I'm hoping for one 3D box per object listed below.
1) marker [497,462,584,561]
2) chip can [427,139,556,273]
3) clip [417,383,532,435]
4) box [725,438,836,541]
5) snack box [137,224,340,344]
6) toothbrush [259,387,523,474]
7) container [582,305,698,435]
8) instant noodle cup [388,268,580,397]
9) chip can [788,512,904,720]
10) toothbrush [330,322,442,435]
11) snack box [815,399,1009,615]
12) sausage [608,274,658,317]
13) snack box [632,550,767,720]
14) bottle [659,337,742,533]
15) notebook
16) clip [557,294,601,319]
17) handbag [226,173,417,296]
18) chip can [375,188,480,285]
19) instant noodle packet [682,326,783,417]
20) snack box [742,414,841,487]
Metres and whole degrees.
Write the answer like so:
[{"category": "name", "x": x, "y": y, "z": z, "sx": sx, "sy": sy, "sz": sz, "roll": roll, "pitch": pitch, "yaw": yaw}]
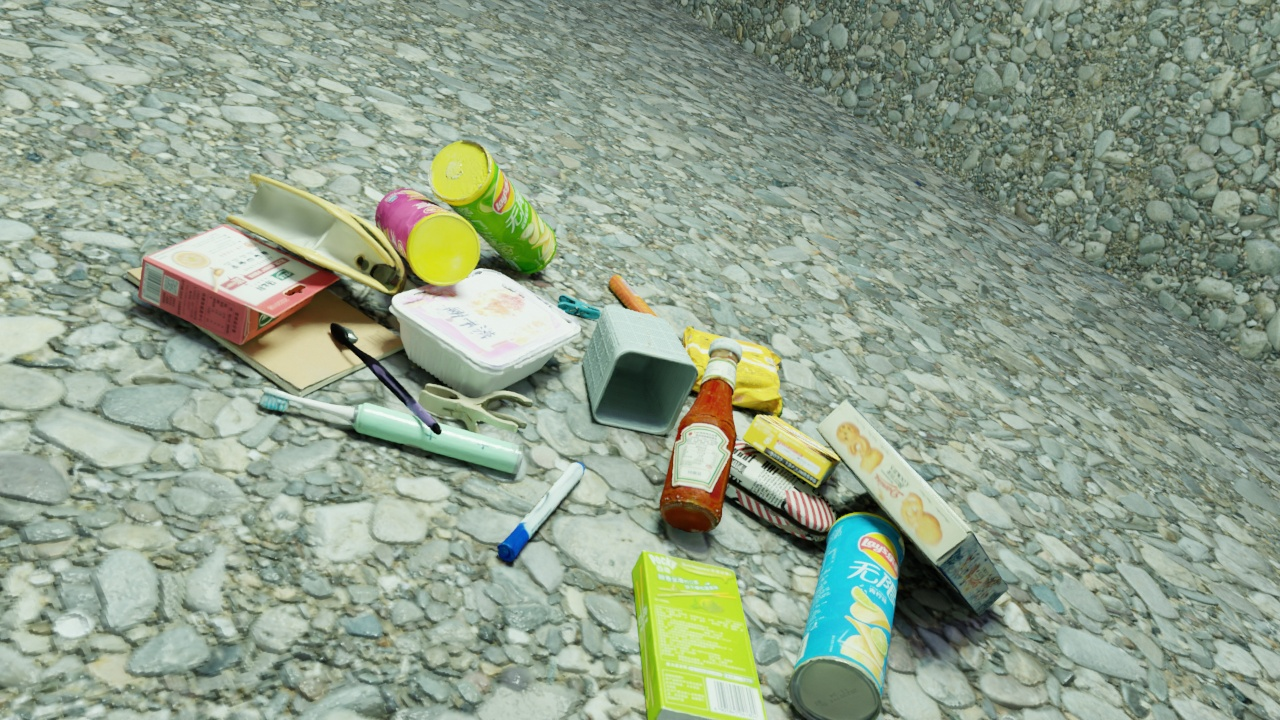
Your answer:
[{"category": "marker", "x": -0.081, "y": 0.124, "z": 0.778, "sx": 0.017, "sy": 0.017, "sz": 0.145, "roll": 29, "pitch": 29, "yaw": 8}, {"category": "chip can", "x": -0.161, "y": -0.167, "z": 1.044, "sx": 0.072, "sy": 0.072, "sz": 0.221, "roll": 36, "pitch": -4, "yaw": 21}, {"category": "clip", "x": -0.148, "y": 0.053, "z": 0.829, "sx": 0.102, "sy": 0.035, "sz": 0.094, "roll": 7, "pitch": 31, "yaw": -20}, {"category": "box", "x": 0.117, "y": 0.126, "z": 0.910, "sx": 0.164, "sy": 0.060, "sz": 0.071, "roll": 34, "pitch": 9, "yaw": 16}, {"category": "snack box", "x": -0.359, "y": -0.066, "z": 0.829, "sx": 0.127, "sy": 0.044, "sz": 0.113, "roll": 25, "pitch": 26, "yaw": 3}, {"category": "toothbrush", "x": -0.208, "y": 0.057, "z": 0.782, "sx": 0.224, "sy": 0.027, "sz": 0.026, "roll": 17, "pitch": -6, "yaw": -14}, {"category": "container", "x": -0.006, "y": 0.006, "z": 0.963, "sx": 0.090, "sy": 0.090, "sz": 0.111, "roll": 13, "pitch": 28, "yaw": -21}, {"category": "instant noodle cup", "x": -0.157, "y": -0.024, "z": 0.921, "sx": 0.138, "sy": 0.060, "sz": 0.173, "roll": 32, "pitch": 29, "yaw": 15}, {"category": "chip can", "x": 0.179, "y": 0.212, "z": 0.773, "sx": 0.071, "sy": 0.071, "sz": 0.209, "roll": 28, "pitch": 29, "yaw": 7}, {"category": "toothbrush", "x": -0.226, "y": 0.014, "z": 0.815, "sx": 0.189, "sy": 0.014, "sz": 0.016, "roll": 37, "pitch": 15, "yaw": 34}, {"category": "snack box", "x": 0.263, "y": 0.143, "z": 0.888, "sx": 0.182, "sy": 0.046, "sz": 0.178, "roll": 43, "pitch": 7, "yaw": -49}, {"category": "sausage", "x": 0.003, "y": -0.060, "z": 1.147, "sx": 0.021, "sy": 0.021, "sz": 0.165, "roll": -1, "pitch": 37, "yaw": -38}, {"category": "snack box", "x": 0.042, "y": 0.217, "z": 0.706, "sx": 0.085, "sy": 0.026, "sz": 0.156, "roll": 16, "pitch": 30, "yaw": -16}, {"category": "bottle", "x": 0.065, "y": 0.064, "z": 0.874, "sx": 0.060, "sy": 0.060, "sz": 0.205, "roll": 21, "pitch": 52, "yaw": -6}, {"category": "notebook", "x": -0.346, "y": -0.047, "z": 0.868, "sx": 0.211, "sy": 0.012, "sz": 0.149, "roll": 32, "pitch": 28, "yaw": 13}, {"category": "clip", "x": -0.073, "y": -0.062, "z": 1.100, "sx": 0.057, "sy": 0.015, "sz": 0.049, "roll": 16, "pitch": 27, "yaw": -12}, {"category": "handbag", "x": -0.300, "y": -0.115, "z": 0.924, "sx": 0.163, "sy": 0.063, "sz": 0.178, "roll": 25, "pitch": -5, "yaw": 35}, {"category": "chip can", "x": -0.232, "y": -0.136, "z": 0.975, "sx": 0.071, "sy": 0.071, "sz": 0.210, "roll": 8, "pitch": 13, "yaw": -27}, {"category": "instant noodle packet", "x": 0.108, "y": 0.013, "z": 1.082, "sx": 0.128, "sy": 0.044, "sz": 0.110, "roll": 16, "pitch": 36, "yaw": -8}, {"category": "snack box", "x": 0.160, "y": 0.092, "z": 0.949, "sx": 0.087, "sy": 0.034, "sz": 0.140, "roll": 33, "pitch": 3, "yaw": 16}]
